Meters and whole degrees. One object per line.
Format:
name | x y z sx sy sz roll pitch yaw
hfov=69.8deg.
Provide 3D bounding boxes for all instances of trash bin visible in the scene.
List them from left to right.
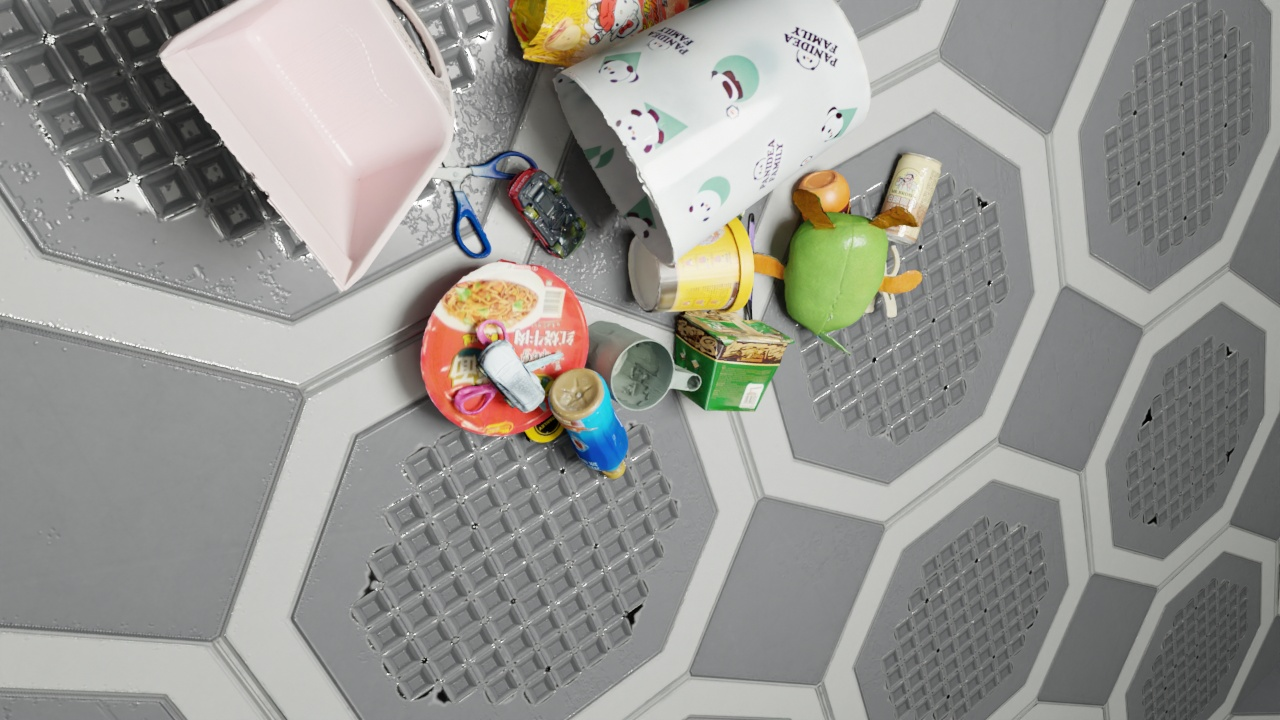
trash bin | 0.077 -0.254 0.934 0.252 0.229 0.230 -32 121 -5

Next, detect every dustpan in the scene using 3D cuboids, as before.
dustpan | -0.251 -0.231 0.788 0.139 0.273 0.222 -27 125 7

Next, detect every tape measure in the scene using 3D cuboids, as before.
tape measure | -0.116 0.066 1.074 0.060 0.029 0.057 -40 121 -15

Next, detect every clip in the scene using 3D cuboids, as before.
clip | 0.338 -0.112 1.289 0.034 0.070 0.100 -10 104 -30

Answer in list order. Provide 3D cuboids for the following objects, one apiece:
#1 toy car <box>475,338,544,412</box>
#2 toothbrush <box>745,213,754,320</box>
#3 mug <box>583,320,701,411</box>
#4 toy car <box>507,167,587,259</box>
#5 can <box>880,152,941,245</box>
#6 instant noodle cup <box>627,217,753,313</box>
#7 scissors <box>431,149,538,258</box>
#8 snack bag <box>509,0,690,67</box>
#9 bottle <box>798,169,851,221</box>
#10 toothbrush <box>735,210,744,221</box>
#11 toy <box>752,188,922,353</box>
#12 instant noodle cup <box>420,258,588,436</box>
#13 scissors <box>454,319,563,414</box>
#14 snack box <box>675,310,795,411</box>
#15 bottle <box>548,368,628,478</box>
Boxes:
toy car | -0.133 0.018 0.948 0.043 0.034 0.090 -42 130 -10
toothbrush | 0.140 -0.096 1.190 0.014 0.017 0.189 -14 110 -40
mug | -0.006 0.006 1.077 0.123 0.103 0.084 10 100 -35
toy car | -0.101 -0.159 0.994 0.053 0.045 0.120 -51 143 -12
can | 0.366 -0.221 1.257 0.058 0.058 0.116 14 98 -34
instant noodle cup | 0.055 -0.108 1.074 0.114 0.118 0.118 -10 111 -21
scissors | -0.182 -0.188 0.959 0.162 0.012 0.176 -23 116 -23
snack bag | -0.034 -0.364 0.968 0.207 0.073 0.129 -7 109 -38
bottle | 0.250 -0.174 1.203 0.066 0.067 0.149 -36 129 -17
toothbrush | 0.126 -0.184 1.146 0.012 0.017 0.186 17 97 -42
toy | 0.246 -0.117 1.158 0.227 0.089 0.247 9 141 2
instant noodle cup | -0.154 -0.018 1.001 0.193 0.066 0.194 -11 112 -28
scissors | -0.142 0.017 0.972 0.133 0.017 0.133 -47 128 -13
snack box | 0.106 0.004 1.141 0.118 0.117 0.106 2 110 -29
bottle | -0.050 0.084 1.056 0.065 0.065 0.219 -42 152 -13
